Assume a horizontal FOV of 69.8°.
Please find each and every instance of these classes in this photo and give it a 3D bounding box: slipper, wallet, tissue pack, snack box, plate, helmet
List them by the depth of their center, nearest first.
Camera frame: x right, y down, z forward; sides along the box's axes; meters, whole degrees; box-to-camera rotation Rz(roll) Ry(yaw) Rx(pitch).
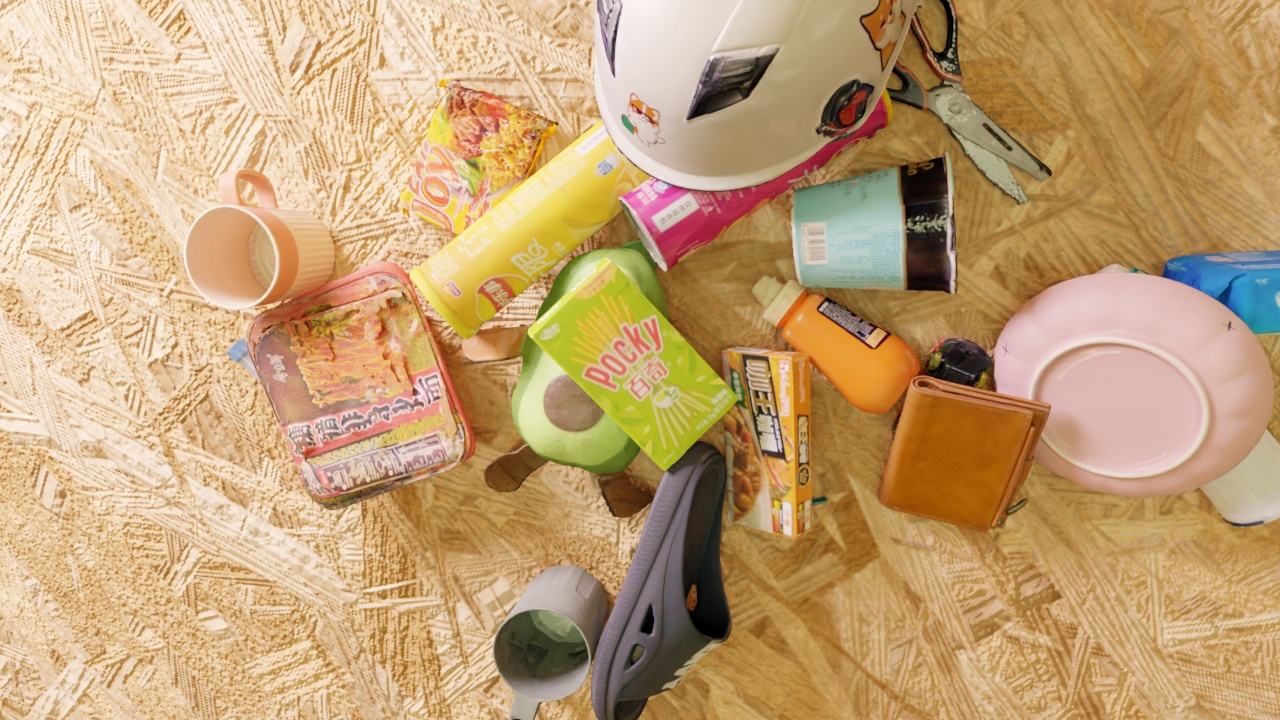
[{"bbox_3d":[0.074,-0.267,0.629,0.230,0.157,0.274,37,83,19],"label":"helmet"},{"bbox_3d":[0.476,-0.051,0.685,0.157,0.094,0.052,-2,104,9],"label":"tissue pack"},{"bbox_3d":[0.360,0.028,0.692,0.192,0.038,0.193,20,128,27],"label":"plate"},{"bbox_3d":[-0.004,0.004,0.717,0.086,0.026,0.156,-43,107,-1],"label":"snack box"},{"bbox_3d":[0.263,0.080,0.738,0.119,0.035,0.131,11,128,9],"label":"wallet"},{"bbox_3d":[0.106,0.067,0.770,0.075,0.026,0.154,7,104,46],"label":"snack box"},{"bbox_3d":[0.033,0.203,0.772,0.083,0.110,0.268,21,101,25],"label":"slipper"}]

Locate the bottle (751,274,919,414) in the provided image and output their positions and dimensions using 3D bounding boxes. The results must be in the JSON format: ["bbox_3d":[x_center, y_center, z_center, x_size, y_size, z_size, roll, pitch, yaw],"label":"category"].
[{"bbox_3d":[0.154,-0.020,0.756,0.149,0.066,0.067,38,102,8],"label":"bottle"}]

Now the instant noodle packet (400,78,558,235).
[{"bbox_3d":[-0.143,-0.164,0.781,0.111,0.044,0.128,26,102,7],"label":"instant noodle packet"}]

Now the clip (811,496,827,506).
[{"bbox_3d":[0.132,0.120,0.803,0.054,0.013,0.033,-27,94,9],"label":"clip"}]

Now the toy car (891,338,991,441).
[{"bbox_3d":[0.249,0.030,0.760,0.049,0.031,0.106,21,112,0],"label":"toy car"}]

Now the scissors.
[{"bbox_3d":[0.245,-0.223,0.730,0.202,0.015,0.206,5,99,7],"label":"scissors"}]

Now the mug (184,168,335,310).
[{"bbox_3d":[-0.324,-0.105,0.783,0.082,0.105,0.114,-10,97,9],"label":"mug"}]

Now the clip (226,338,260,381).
[{"bbox_3d":[-0.353,0.004,0.851,0.026,0.042,0.058,-39,95,10],"label":"clip"}]

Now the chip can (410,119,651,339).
[{"bbox_3d":[-0.082,-0.110,0.742,0.213,0.072,0.072,-40,92,-2],"label":"chip can"}]

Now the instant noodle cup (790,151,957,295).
[{"bbox_3d":[0.182,-0.101,0.720,0.121,0.111,0.111,-3,99,17],"label":"instant noodle cup"}]

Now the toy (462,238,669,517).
[{"bbox_3d":[-0.041,0.016,0.772,0.227,0.090,0.247,12,104,0],"label":"toy"}]

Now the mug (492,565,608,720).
[{"bbox_3d":[-0.081,0.253,0.809,0.084,0.103,0.124,20,102,4],"label":"mug"}]

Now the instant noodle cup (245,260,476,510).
[{"bbox_3d":[-0.239,0.021,0.805,0.165,0.079,0.189,-19,96,10],"label":"instant noodle cup"}]

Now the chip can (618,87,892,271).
[{"bbox_3d":[0.088,-0.155,0.714,0.210,0.071,0.071,-34,93,0],"label":"chip can"}]

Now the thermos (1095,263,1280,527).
[{"bbox_3d":[0.422,0.023,0.717,0.073,0.073,0.224,-40,92,12],"label":"thermos"}]
